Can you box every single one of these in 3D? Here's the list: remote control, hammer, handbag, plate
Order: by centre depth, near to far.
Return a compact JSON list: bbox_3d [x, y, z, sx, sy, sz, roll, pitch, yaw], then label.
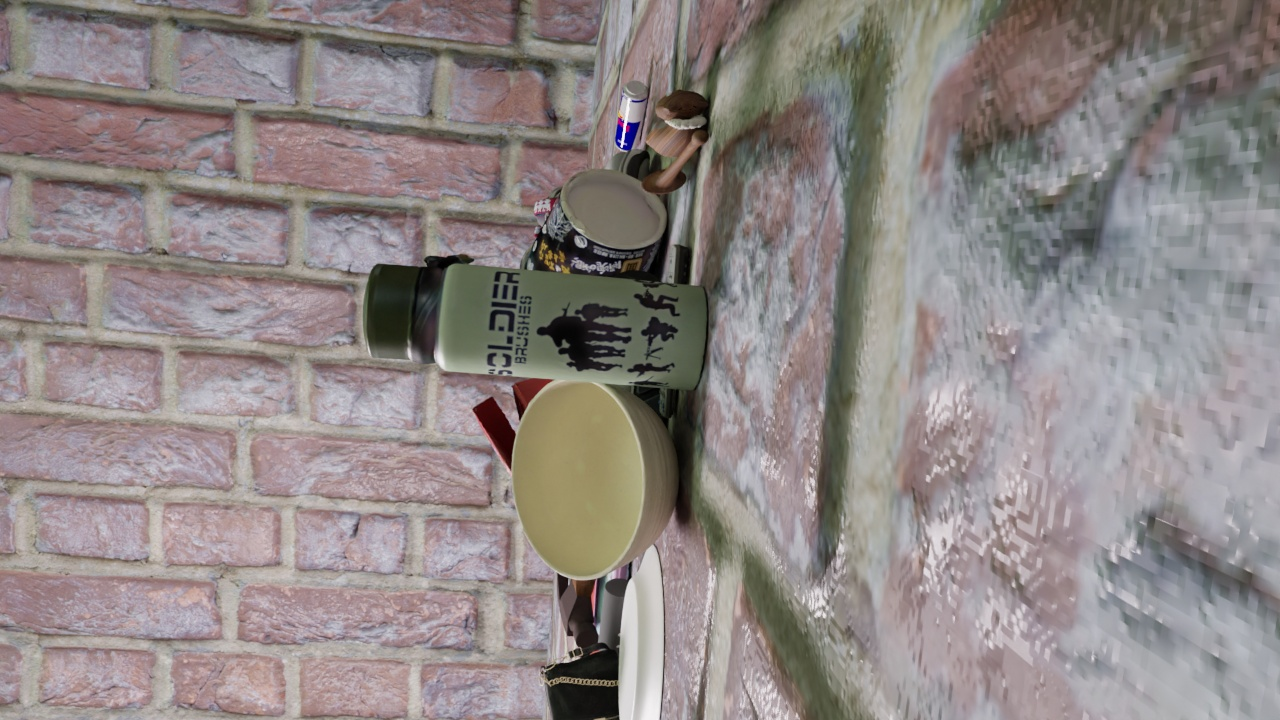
[{"bbox_3d":[0.025,-0.024,0.730,0.033,0.013,0.136,-131,45,-80],"label":"remote control"},{"bbox_3d":[-0.003,0.252,0.781,0.188,0.016,0.188,-177,92,-84],"label":"plate"},{"bbox_3d":[-0.053,0.332,0.866,0.054,0.079,0.128,-161,66,-81],"label":"handbag"},{"bbox_3d":[-0.042,0.147,0.960,0.115,0.033,0.323,-122,41,-61],"label":"hammer"}]

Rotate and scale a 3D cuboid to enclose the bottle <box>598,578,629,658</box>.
[{"bbox_3d":[-0.026,0.271,0.909,0.030,0.030,0.113,-100,16,-66],"label":"bottle"}]

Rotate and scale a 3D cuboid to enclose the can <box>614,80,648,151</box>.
[{"bbox_3d":[-0.012,-0.309,1.162,0.095,0.032,0.032,104,168,-57],"label":"can"}]

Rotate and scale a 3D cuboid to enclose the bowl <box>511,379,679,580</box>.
[{"bbox_3d":[-0.024,0.087,0.703,0.151,0.075,0.150,-1,89,44],"label":"bowl"}]

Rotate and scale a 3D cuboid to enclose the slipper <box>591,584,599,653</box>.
[{"bbox_3d":[-0.069,0.254,1.183,0.104,0.059,0.248,109,163,-65],"label":"slipper"}]

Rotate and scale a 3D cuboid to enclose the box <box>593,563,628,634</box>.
[{"bbox_3d":[-0.029,0.197,1.012,0.151,0.035,0.214,161,114,-79],"label":"box"}]

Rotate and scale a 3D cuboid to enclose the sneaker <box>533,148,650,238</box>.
[{"bbox_3d":[-0.057,-0.177,1.059,0.263,0.128,0.096,134,139,-77],"label":"sneaker"}]

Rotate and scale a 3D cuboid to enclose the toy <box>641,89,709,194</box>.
[{"bbox_3d":[0.027,-0.171,0.710,0.102,0.041,0.055,148,104,-72],"label":"toy"}]

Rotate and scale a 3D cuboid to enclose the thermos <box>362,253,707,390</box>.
[{"bbox_3d":[-0.074,-0.029,0.641,0.082,0.231,0.082,-177,92,-85],"label":"thermos"}]

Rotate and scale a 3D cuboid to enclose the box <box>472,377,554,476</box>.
[{"bbox_3d":[-0.116,0.108,1.113,0.157,0.110,0.134,44,159,54],"label":"box"}]

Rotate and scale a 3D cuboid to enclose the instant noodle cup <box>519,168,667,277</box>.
[{"bbox_3d":[-0.039,-0.112,0.891,0.113,0.137,0.137,117,159,-48],"label":"instant noodle cup"}]

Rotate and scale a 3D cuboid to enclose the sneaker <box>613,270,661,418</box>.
[{"bbox_3d":[-0.020,0.046,0.823,0.124,0.089,0.239,122,161,-86],"label":"sneaker"}]
